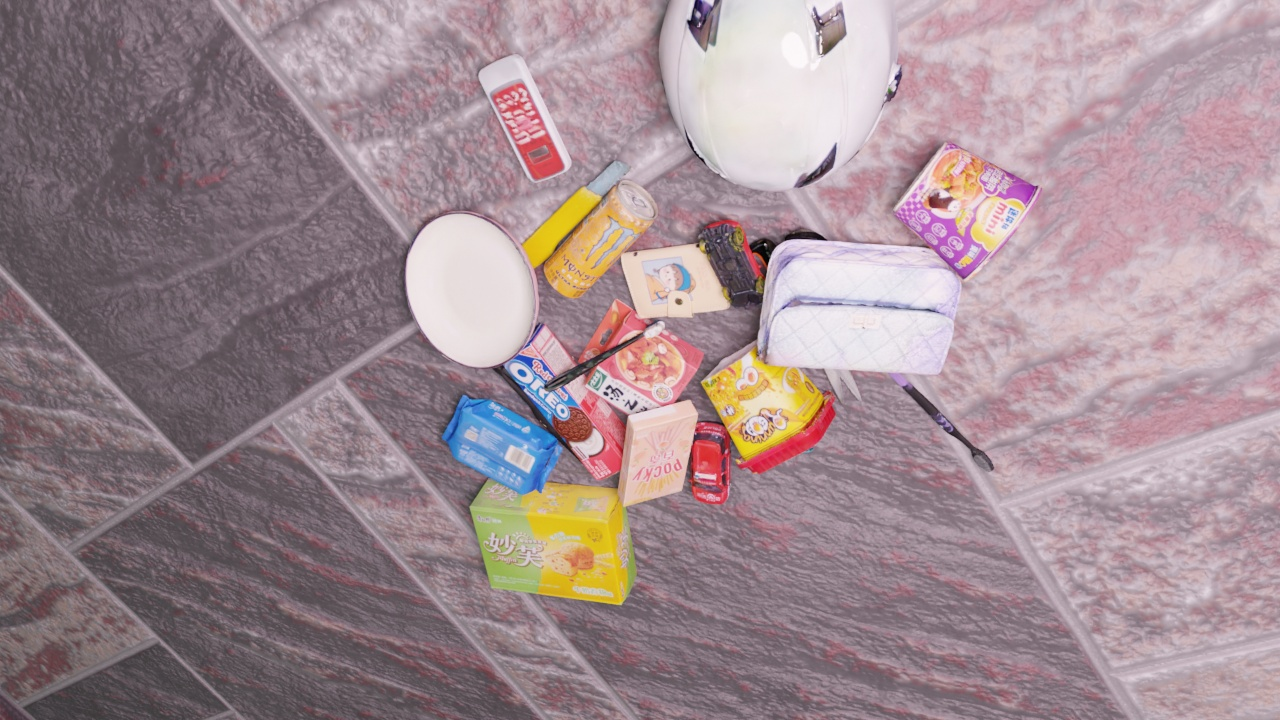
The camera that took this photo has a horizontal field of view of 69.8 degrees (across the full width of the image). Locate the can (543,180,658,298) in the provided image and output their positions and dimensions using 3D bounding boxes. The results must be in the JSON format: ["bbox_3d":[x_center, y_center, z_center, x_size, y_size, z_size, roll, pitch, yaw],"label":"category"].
[{"bbox_3d":[-0.046,-0.134,1.030,0.058,0.058,0.146,42,125,-9],"label":"can"}]

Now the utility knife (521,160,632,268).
[{"bbox_3d":[-0.080,-0.163,1.047,0.033,0.015,0.207,46,127,-10],"label":"utility knife"}]

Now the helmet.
[{"bbox_3d":[0.119,-0.262,0.838,0.229,0.145,0.259,10,123,14],"label":"helmet"}]

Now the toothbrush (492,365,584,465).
[{"bbox_3d":[-0.123,0.072,1.205,0.212,0.027,0.026,46,139,-10],"label":"toothbrush"}]

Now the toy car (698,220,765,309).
[{"bbox_3d":[0.103,-0.103,0.994,0.049,0.031,0.106,-11,119,36],"label":"toy car"}]

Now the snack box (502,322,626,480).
[{"bbox_3d":[-0.088,0.053,1.162,0.057,0.058,0.207,-28,108,28],"label":"snack box"}]

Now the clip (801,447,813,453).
[{"bbox_3d":[0.182,0.104,1.124,0.056,0.014,0.040,-13,115,24],"label":"clip"}]

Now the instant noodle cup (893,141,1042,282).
[{"bbox_3d":[0.304,-0.147,0.873,0.099,0.111,0.112,36,125,4],"label":"instant noodle cup"}]

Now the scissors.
[{"bbox_3d":[0.184,-0.044,1.033,0.163,0.021,0.234,11,129,21],"label":"scissors"}]

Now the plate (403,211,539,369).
[{"bbox_3d":[-0.198,-0.086,1.105,0.193,0.038,0.192,9,110,25],"label":"plate"}]

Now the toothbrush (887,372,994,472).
[{"bbox_3d":[0.337,0.064,1.044,0.189,0.016,0.014,43,125,-8],"label":"toothbrush"}]

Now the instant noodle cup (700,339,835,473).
[{"bbox_3d":[0.143,0.046,1.049,0.116,0.115,0.123,-33,94,33],"label":"instant noodle cup"}]

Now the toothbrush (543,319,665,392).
[{"bbox_3d":[-0.046,-0.002,1.078,0.181,0.018,0.015,-28,109,27],"label":"toothbrush"}]

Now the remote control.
[{"bbox_3d":[-0.126,-0.262,1.001,0.056,0.020,0.136,-14,115,27],"label":"remote control"}]

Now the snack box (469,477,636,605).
[{"bbox_3d":[-0.121,0.253,1.289,0.210,0.069,0.158,2,121,18],"label":"snack box"}]

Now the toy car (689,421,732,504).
[{"bbox_3d":[0.087,0.133,1.158,0.053,0.045,0.121,6,124,17],"label":"toy car"}]

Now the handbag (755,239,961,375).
[{"bbox_3d":[0.223,-0.050,0.952,0.194,0.075,0.134,3,123,1],"label":"handbag"}]

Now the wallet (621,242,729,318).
[{"bbox_3d":[0.041,-0.089,1.050,0.115,0.024,0.087,-5,113,21],"label":"wallet"}]

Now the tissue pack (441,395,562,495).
[{"bbox_3d":[-0.187,0.112,1.236,0.157,0.052,0.095,28,124,1],"label":"tissue pack"}]

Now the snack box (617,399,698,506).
[{"bbox_3d":[0.019,0.117,1.135,0.084,0.026,0.158,-13,139,-19],"label":"snack box"}]

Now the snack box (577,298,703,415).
[{"bbox_3d":[-0.007,0.006,1.111,0.127,0.044,0.113,32,125,-1],"label":"snack box"}]
